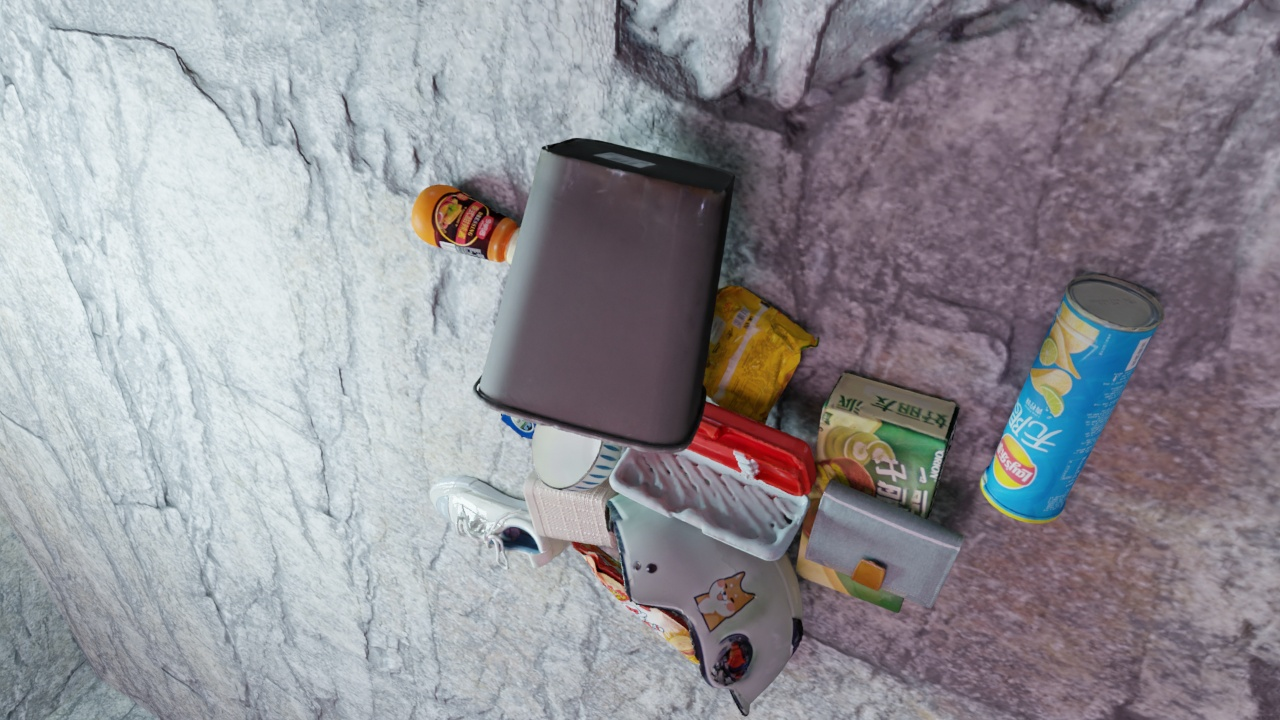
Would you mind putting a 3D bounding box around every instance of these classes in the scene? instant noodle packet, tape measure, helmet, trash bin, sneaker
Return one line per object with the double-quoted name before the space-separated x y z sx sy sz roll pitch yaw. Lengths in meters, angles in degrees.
"instant noodle packet" 0.103 -0.005 0.899 0.111 0.044 0.129 34 132 11
"tape measure" -0.141 0.070 1.136 0.054 0.025 0.058 42 139 -3
"helmet" 0.086 0.230 0.993 0.157 0.230 0.274 -38 101 1
"trash bin" -0.021 -0.066 0.800 0.199 0.198 0.220 14 110 6
"sneaker" -0.204 0.227 1.250 0.243 0.090 0.090 9 126 30

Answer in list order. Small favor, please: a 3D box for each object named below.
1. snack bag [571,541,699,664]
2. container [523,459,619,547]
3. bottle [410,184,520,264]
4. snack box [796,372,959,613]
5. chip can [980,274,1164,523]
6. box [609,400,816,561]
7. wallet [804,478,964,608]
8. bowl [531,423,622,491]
"snack bag" 0.006 0.290 1.140 0.208 0.073 0.128 38 176 -12
"container" -0.066 0.167 1.113 0.111 0.090 0.090 7 125 27
"bottle" -0.168 -0.136 0.978 0.149 0.066 0.067 23 132 10
"snack box" 0.227 0.133 0.902 0.114 0.063 0.240 18 130 21
"chip can" 0.343 0.036 0.745 0.071 0.071 0.211 22 131 20
"box" 0.061 0.103 0.887 0.201 0.100 0.094 20 152 30
"wallet" 0.225 0.179 0.867 0.130 0.036 0.107 21 131 18
"bowl" -0.064 0.097 1.058 0.117 0.116 0.066 -11 157 39
